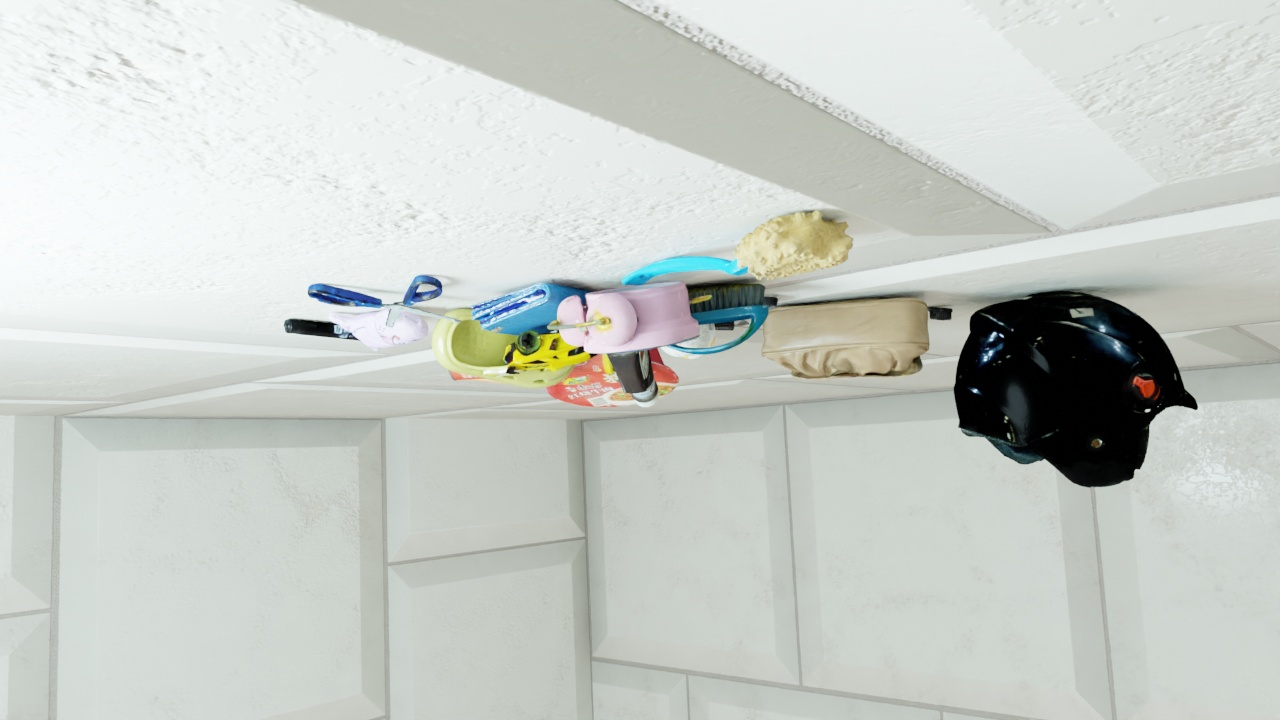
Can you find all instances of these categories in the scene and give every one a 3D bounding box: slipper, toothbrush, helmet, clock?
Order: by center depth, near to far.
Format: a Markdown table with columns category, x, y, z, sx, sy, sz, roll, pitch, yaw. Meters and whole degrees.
| category | x | y | z | sx | sy | sz | roll | pitch | yaw |
| --- | --- | --- | --- | --- | --- | --- | --- | --- | --- |
| clock | -0.017 | -0.042 | 0.908 | 0.158 | 0.060 | 0.117 | -14 | -170 | -34 |
| slipper | -0.148 | -0.012 | 1.078 | 0.190 | 0.091 | 0.082 | 7 | -177 | -34 |
| helmet | 0.523 | 0.026 | 1.126 | 0.275 | 0.230 | 0.233 | -13 | -177 | 1 |
| toothbrush | 0.317 | -0.060 | 1.204 | 0.189 | 0.017 | 0.014 | -1 | 172 | -3 |

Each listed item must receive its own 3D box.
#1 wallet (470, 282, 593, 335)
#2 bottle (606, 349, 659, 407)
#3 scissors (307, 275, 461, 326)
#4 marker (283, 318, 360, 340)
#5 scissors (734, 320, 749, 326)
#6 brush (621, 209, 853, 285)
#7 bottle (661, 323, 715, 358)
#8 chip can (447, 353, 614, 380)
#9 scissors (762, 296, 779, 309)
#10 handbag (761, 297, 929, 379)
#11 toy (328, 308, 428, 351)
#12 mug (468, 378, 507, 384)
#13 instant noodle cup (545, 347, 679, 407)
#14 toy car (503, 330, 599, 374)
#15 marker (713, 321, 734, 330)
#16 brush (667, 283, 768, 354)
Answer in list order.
| category | x | y | z | sx | sy | sz | roll | pitch | yaw |
| --- | --- | --- | --- | --- | --- | --- | --- | --- | --- |
| wallet | -0.101 | -0.055 | 0.984 | 0.107 | 0.040 | 0.133 | -16 | 169 | 30 |
| bottle | -0.007 | 0.007 | 1.177 | 0.044 | 0.079 | 0.195 | -3 | 154 | 9 |
| scissors | -0.247 | -0.059 | 0.934 | 0.163 | 0.012 | 0.172 | -15 | 160 | 43 |
| marker | -0.373 | -0.036 | 1.125 | 0.022 | 0.020 | 0.131 | 14 | -174 | 40 |
| scissors | 0.073 | -0.037 | 1.332 | 0.196 | 0.015 | 0.215 | -4 | 173 | 11 |
| brush | 0.070 | -0.087 | 0.791 | 0.083 | 0.046 | 0.255 | -3 | 179 | -39 |
| bottle | 0.046 | -0.036 | 1.095 | 0.063 | 0.063 | 0.108 | -6 | 174 | 26 |
| chip can | -0.142 | -0.014 | 1.197 | 0.217 | 0.073 | 0.073 | -2 | 174 | 7 |
| scissors | 0.101 | -0.063 | 1.130 | 0.175 | 0.014 | 0.136 | -4 | 175 | 39 |
| handbag | 0.257 | -0.022 | 1.143 | 0.205 | 0.099 | 0.147 | -3 | 170 | 27 |
| toy | -0.293 | -0.039 | 1.051 | 0.108 | 0.038 | 0.084 | -4 | 153 | 31 |
| mug | -0.199 | -0.002 | 1.285 | 0.123 | 0.078 | 0.078 | 2 | 174 | 4 |
| instant noodle cup | -0.042 | 0.008 | 1.324 | 0.194 | 0.065 | 0.194 | -3 | 157 | -1 |
| toy car | -0.075 | -0.018 | 1.003 | 0.156 | 0.041 | 0.071 | -15 | 173 | -5 |
| marker | 0.053 | -0.047 | 1.163 | 0.131 | 0.018 | 0.023 | 1 | 152 | 15 |
| brush | 0.070 | -0.043 | 0.993 | 0.144 | 0.073 | 0.055 | -6 | 178 | 26 |
